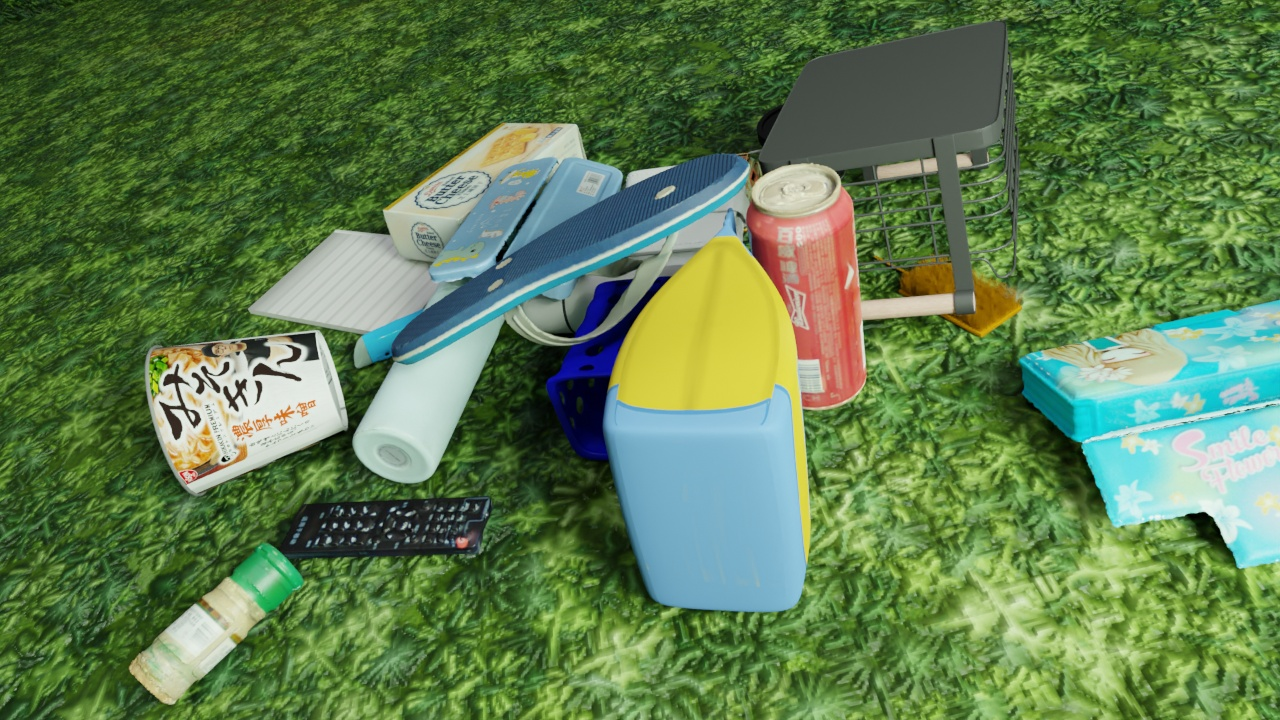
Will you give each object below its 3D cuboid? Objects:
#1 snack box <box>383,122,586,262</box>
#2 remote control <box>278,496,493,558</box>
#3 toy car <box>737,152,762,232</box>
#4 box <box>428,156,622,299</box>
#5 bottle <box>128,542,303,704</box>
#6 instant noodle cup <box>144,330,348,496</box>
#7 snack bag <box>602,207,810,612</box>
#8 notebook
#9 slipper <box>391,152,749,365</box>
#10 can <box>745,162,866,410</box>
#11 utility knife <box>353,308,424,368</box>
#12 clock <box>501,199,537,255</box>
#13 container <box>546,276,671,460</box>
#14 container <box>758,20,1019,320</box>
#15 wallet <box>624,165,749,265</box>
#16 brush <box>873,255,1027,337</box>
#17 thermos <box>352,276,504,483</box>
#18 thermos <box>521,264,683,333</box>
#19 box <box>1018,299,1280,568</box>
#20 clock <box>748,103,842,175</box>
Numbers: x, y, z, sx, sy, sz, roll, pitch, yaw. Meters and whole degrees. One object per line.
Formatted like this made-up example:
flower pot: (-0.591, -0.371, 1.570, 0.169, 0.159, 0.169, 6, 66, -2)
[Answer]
snack box: (-0.156, -0.177, 0.950, 0.104, 0.057, 0.207, 11, 43, 31)
remote control: (-0.179, 0.122, 0.650, 0.150, 0.022, 0.047, -4, 41, 14)
toy car: (0.089, -0.166, 0.863, 0.047, 0.047, 0.111, -4, 45, 19)
box: (-0.094, -0.125, 0.800, 0.127, 0.034, 0.208, 8, 38, 9)
bottle: (-0.279, 0.174, 0.610, 0.043, 0.043, 0.110, 21, 54, 37)
instant noodle cup: (-0.308, 0.032, 0.736, 0.121, 0.124, 0.123, -16, 38, -12)
snack bag: (0.053, 0.025, 0.566, 0.102, 0.159, 0.204, -1, 40, 14)
notebook: (-0.281, -0.082, 0.936, 0.210, 0.009, 0.142, 10, 47, 30)
slipper: (-0.048, -0.060, 0.658, 0.295, 0.060, 0.118, -26, 26, 16)
can: (0.113, -0.044, 0.614, 0.067, 0.170, 0.067, -9, 41, 8)
utility knife: (-0.180, -0.038, 0.838, 0.174, 0.031, 0.015, -22, -1, -7)
clock: (-0.081, -0.118, 0.867, 0.124, 0.053, 0.089, -3, 41, 18)
container: (-0.004, 0.004, 0.671, 0.085, 0.084, 0.113, -2, 41, 21)
container: (0.203, -0.150, 0.713, 0.163, 0.130, 0.240, -4, 36, 26)
wallet: (0.037, -0.118, 0.821, 0.119, 0.037, 0.115, -2, 69, 23)
brush: (0.229, -0.061, 0.711, 0.048, 0.017, 0.126, -32, 41, -16)
thermos: (-0.162, 0.001, 0.745, 0.065, 0.078, 0.206, 21, 46, -6)
thermos: (0.010, -0.051, 0.754, 0.224, 0.052, 0.052, -2, 42, 19)
box: (0.362, 0.025, 0.527, 0.227, 0.072, 0.181, -12, 38, 6)
clock: (0.171, -0.213, 0.891, 0.121, 0.043, 0.091, 18, 51, 36)
